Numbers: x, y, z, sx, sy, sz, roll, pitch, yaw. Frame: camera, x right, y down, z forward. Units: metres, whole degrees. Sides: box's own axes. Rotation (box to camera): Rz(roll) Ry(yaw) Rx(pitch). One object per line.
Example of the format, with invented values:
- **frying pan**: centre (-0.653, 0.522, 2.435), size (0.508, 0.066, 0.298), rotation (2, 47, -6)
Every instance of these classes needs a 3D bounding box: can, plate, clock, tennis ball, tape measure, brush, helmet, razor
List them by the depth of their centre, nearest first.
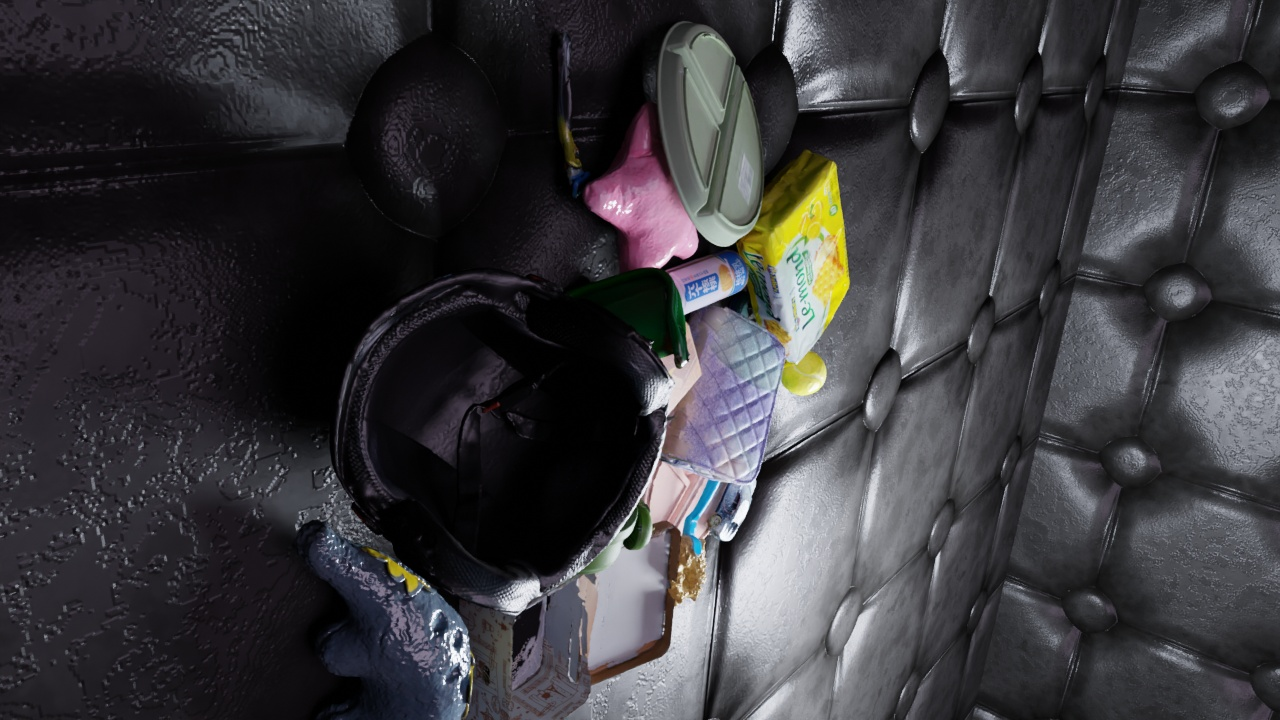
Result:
- **helmet**: centre (-0.117, 0.049, 0.712), size (0.274, 0.230, 0.233), rotation (41, 78, -29)
- **razor**: centre (-0.066, -0.221, 0.827), size (0.042, 0.022, 0.143), rotation (-63, 152, -61)
- **plate**: centre (0.078, -0.232, 0.939), size (0.230, 0.028, 0.230), rotation (19, 68, -59)
- **clock**: centre (-0.054, 0.161, 0.943), size (0.160, 0.116, 0.056), rotation (-13, 127, -47)
- **can**: centre (0.064, -0.086, 1.036), size (0.134, 0.053, 0.053), rotation (-24, 124, -46)
- **brush**: centre (0.078, 0.186, 1.140), size (0.083, 0.046, 0.254), rotation (22, 88, -47)
- **tape measure**: centre (0.132, -0.059, 1.166), size (0.058, 0.025, 0.055), rotation (-38, 134, -39)
- **plate**: centre (0.063, 0.150, 1.168), size (0.228, 0.028, 0.230), rotation (-28, 127, -45)
- **tennis ball**: centre (0.229, 0.017, 1.296), size (0.065, 0.065, 0.065), rotation (-27, 126, -45)

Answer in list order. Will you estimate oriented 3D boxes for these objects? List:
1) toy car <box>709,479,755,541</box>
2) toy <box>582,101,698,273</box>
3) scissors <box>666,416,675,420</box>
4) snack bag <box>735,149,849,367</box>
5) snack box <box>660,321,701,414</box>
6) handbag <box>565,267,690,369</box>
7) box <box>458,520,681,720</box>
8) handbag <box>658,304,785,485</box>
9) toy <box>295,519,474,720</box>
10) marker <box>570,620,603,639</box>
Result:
- **toy car**: centre (0.126, 0.190, 1.220), size (0.049, 0.031, 0.105), rotation (35, 77, -55)
- **toy**: centre (0.017, -0.162, 0.922), size (0.178, 0.075, 0.195), rotation (-57, 146, -22)
- **scissors**: centre (-0.049, 0.069, 0.885), size (0.159, 0.177, 0.014), rotation (-59, 136, -68)
- **snack bag**: centre (0.190, -0.123, 1.136), size (0.157, 0.068, 0.247), rotation (-49, 139, -28)
- **snack box**: centre (-0.006, 0.006, 0.951), size (0.094, 0.093, 0.077), rotation (-49, 139, -29)
- **handbag**: centre (-0.019, -0.022, 0.879), size (0.068, 0.131, 0.120), rotation (70, 6, -45)
- **box**: centre (-0.070, 0.283, 0.998), size (0.261, 0.088, 0.178), rotation (-20, 121, -48)
- **handbag**: centre (0.092, 0.045, 1.083), size (0.134, 0.076, 0.193), rotation (28, 71, -36)
- **toy**: centre (-0.215, 0.281, 0.803), size (0.137, 0.091, 0.357), rotation (-16, 116, -36)
- **marker**: centre (-0.036, 0.311, 1.118), size (0.131, 0.020, 0.022), rotation (-19, 142, -49)
